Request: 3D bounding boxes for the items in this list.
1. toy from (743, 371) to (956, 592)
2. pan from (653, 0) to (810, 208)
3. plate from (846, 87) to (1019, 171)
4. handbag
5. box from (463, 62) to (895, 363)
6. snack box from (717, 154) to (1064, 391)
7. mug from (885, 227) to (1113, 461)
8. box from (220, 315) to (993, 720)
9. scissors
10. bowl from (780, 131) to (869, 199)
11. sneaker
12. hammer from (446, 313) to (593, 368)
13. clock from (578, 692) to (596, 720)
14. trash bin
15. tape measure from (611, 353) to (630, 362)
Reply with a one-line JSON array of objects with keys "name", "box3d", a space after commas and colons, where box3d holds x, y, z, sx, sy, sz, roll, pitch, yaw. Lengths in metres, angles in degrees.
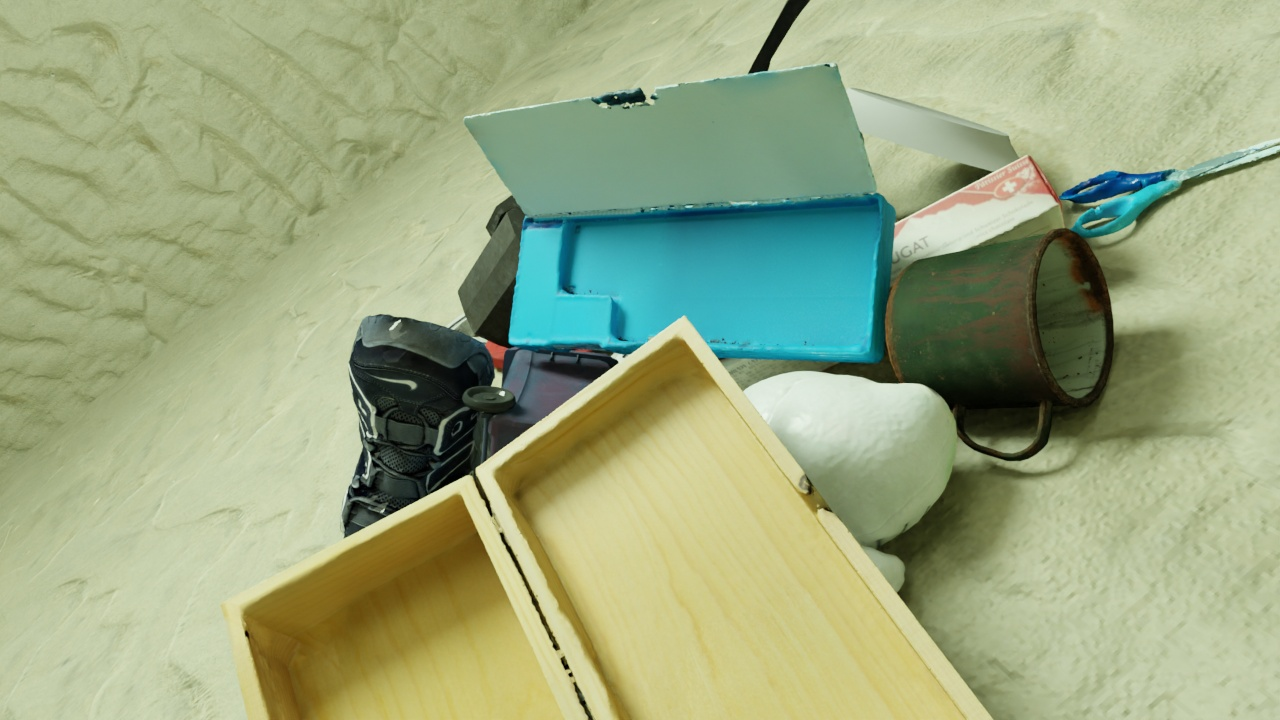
[{"name": "toy", "box3d": [0.063, 0.086, 0.445, 0.138, 0.085, 0.208, -3, 47, 51]}, {"name": "pan", "box3d": [0.063, -0.156, 0.712, 0.247, 0.043, 0.357, -58, 3, -40]}, {"name": "plate", "box3d": [0.187, -0.156, 0.609, 0.172, 0.172, 0.019, -111, 35, -63]}, {"name": "handbag", "box3d": [-0.059, -0.131, 0.812, 0.196, 0.102, 0.200, -47, 1, -44]}, {"name": "box", "box3d": [0.021, -0.081, 0.540, 0.244, 0.167, 0.075, 2, 24, 32]}, {"name": "snack box", "box3d": [0.118, -0.030, 0.564, 0.273, 0.076, 0.044, -28, 62, 20]}, {"name": "mug", "box3d": [0.176, -0.004, 0.457, 0.081, 0.085, 0.111, -7, 67, 49]}, {"name": "box", "box3d": [-0.021, 0.137, 0.356, 0.257, 0.076, 0.247, -35, 54, 1]}, {"name": "scissors", "box3d": [0.310, -0.110, 0.527, 0.134, 0.016, 0.073, -22, 28, 27]}, {"name": "bowl", "box3d": [0.119, -0.067, 0.626, 0.174, 0.068, 0.174, -46, -15, -17]}, {"name": "sneaker", "box3d": [-0.166, 0.078, 0.632, 0.253, 0.097, 0.150, 100, -175, -60]}, {"name": "hammer", "box3d": [-0.132, -0.009, 0.905, 0.126, 0.036, 0.316, -47, 28, -23]}, {"name": "clock", "box3d": [-0.070, 0.181, 0.431, 0.120, 0.061, 0.159, -41, 48, -2]}, {"name": "trash bin", "box3d": [-0.061, 0.049, 0.591, 0.092, 0.094, 0.160, 6, 15, -3]}, {"name": "tape measure", "box3d": [-0.004, 0.004, 0.731, 0.060, 0.020, 0.062, -48, 28, -21]}]
